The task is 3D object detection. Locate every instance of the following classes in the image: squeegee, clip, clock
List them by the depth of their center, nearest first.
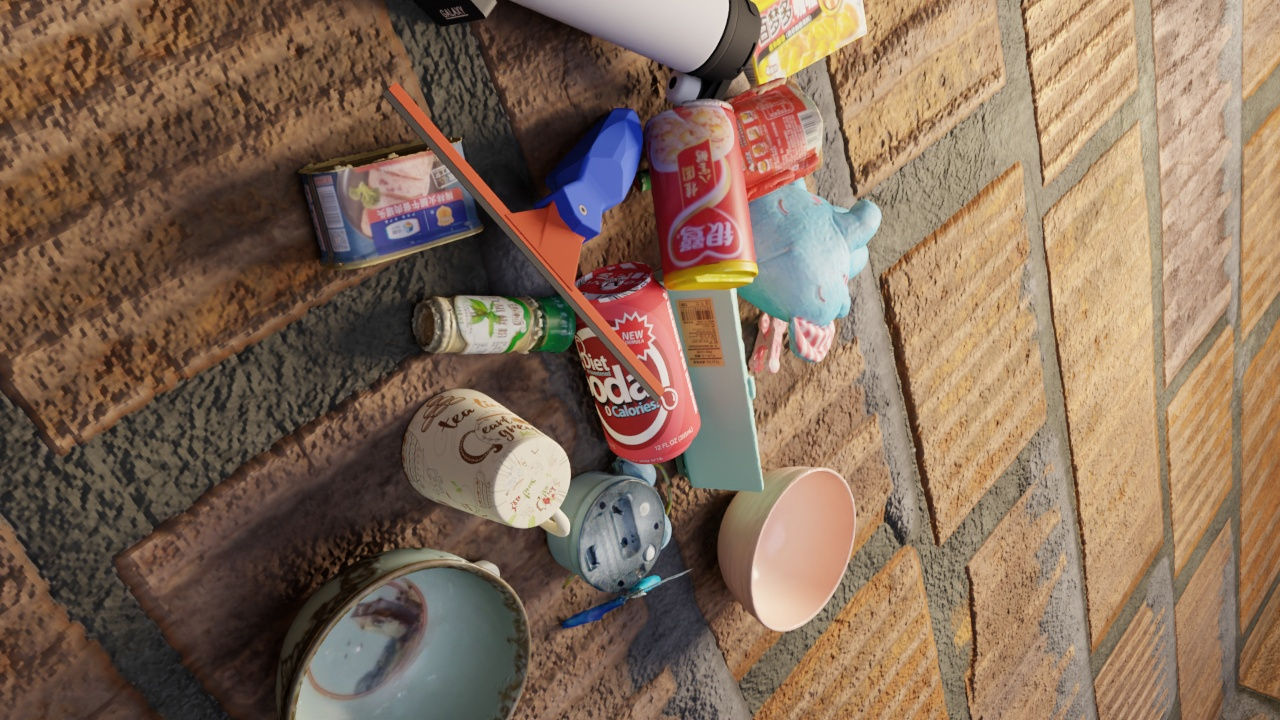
[{"bbox_3d":[-0.032,-0.121,0.607,0.249,0.055,0.184,49,36,-23],"label":"squeegee"},{"bbox_3d":[-0.018,0.125,0.721,0.124,0.052,0.089,-29,115,-35],"label":"clock"},{"bbox_3d":[0.112,-0.015,0.828,0.023,0.044,0.060,17,61,-46],"label":"clip"}]

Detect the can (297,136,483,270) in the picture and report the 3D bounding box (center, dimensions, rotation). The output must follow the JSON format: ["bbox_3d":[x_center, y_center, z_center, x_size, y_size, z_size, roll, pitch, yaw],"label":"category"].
[{"bbox_3d":[-0.148,-0.096,0.549,0.099,0.054,0.059,-25,115,-35],"label":"can"}]

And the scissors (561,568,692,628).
[{"bbox_3d":[-0.014,0.189,0.717,0.117,0.130,0.014,-23,82,-13],"label":"scissors"}]

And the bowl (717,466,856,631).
[{"bbox_3d":[0.123,0.163,0.842,0.152,0.076,0.153,-13,111,-40],"label":"bowl"}]

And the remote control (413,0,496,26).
[{"bbox_3d":[-0.143,-0.243,0.513,0.133,0.058,0.013,41,73,-39],"label":"remote control"}]

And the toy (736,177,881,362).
[{"bbox_3d":[0.149,-0.097,0.774,0.180,0.115,0.183,-18,86,-43],"label":"toy"}]

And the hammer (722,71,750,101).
[{"bbox_3d":[0.004,-0.307,0.630,0.119,0.033,0.330,-49,134,-19],"label":"hammer"}]

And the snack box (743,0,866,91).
[{"bbox_3d":[0.131,-0.286,0.768,0.152,0.025,0.075,-35,122,-30],"label":"snack box"}]

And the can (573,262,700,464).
[{"bbox_3d":[-0.004,0.004,0.688,0.074,0.074,0.142,-33,121,-31],"label":"can"}]

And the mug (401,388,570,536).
[{"bbox_3d":[-0.089,0.082,0.616,0.081,0.097,0.122,-48,128,-22],"label":"mug"}]

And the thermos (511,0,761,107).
[{"bbox_3d":[-0.026,-0.232,0.604,0.229,0.068,0.101,12,135,-33],"label":"thermos"}]

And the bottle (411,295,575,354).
[{"bbox_3d":[-0.098,-0.024,0.621,0.109,0.043,0.043,-2,102,-40],"label":"bottle"}]

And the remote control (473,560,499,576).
[{"bbox_3d":[-0.126,0.212,0.668,0.050,0.022,0.133,-11,108,-40],"label":"remote control"}]

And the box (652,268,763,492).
[{"bbox_3d":[0.065,0.015,0.742,0.077,0.092,0.188,-25,116,-34],"label":"box"}]

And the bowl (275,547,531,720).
[{"bbox_3d":[-0.161,0.186,0.582,0.159,0.094,0.160,-12,109,-39],"label":"bowl"}]

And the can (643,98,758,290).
[{"bbox_3d":[0.042,-0.113,0.651,0.066,0.067,0.124,-3,84,-41],"label":"can"}]

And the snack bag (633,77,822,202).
[{"bbox_3d":[0.066,-0.161,0.708,0.155,0.044,0.087,-23,91,-15],"label":"snack bag"}]
